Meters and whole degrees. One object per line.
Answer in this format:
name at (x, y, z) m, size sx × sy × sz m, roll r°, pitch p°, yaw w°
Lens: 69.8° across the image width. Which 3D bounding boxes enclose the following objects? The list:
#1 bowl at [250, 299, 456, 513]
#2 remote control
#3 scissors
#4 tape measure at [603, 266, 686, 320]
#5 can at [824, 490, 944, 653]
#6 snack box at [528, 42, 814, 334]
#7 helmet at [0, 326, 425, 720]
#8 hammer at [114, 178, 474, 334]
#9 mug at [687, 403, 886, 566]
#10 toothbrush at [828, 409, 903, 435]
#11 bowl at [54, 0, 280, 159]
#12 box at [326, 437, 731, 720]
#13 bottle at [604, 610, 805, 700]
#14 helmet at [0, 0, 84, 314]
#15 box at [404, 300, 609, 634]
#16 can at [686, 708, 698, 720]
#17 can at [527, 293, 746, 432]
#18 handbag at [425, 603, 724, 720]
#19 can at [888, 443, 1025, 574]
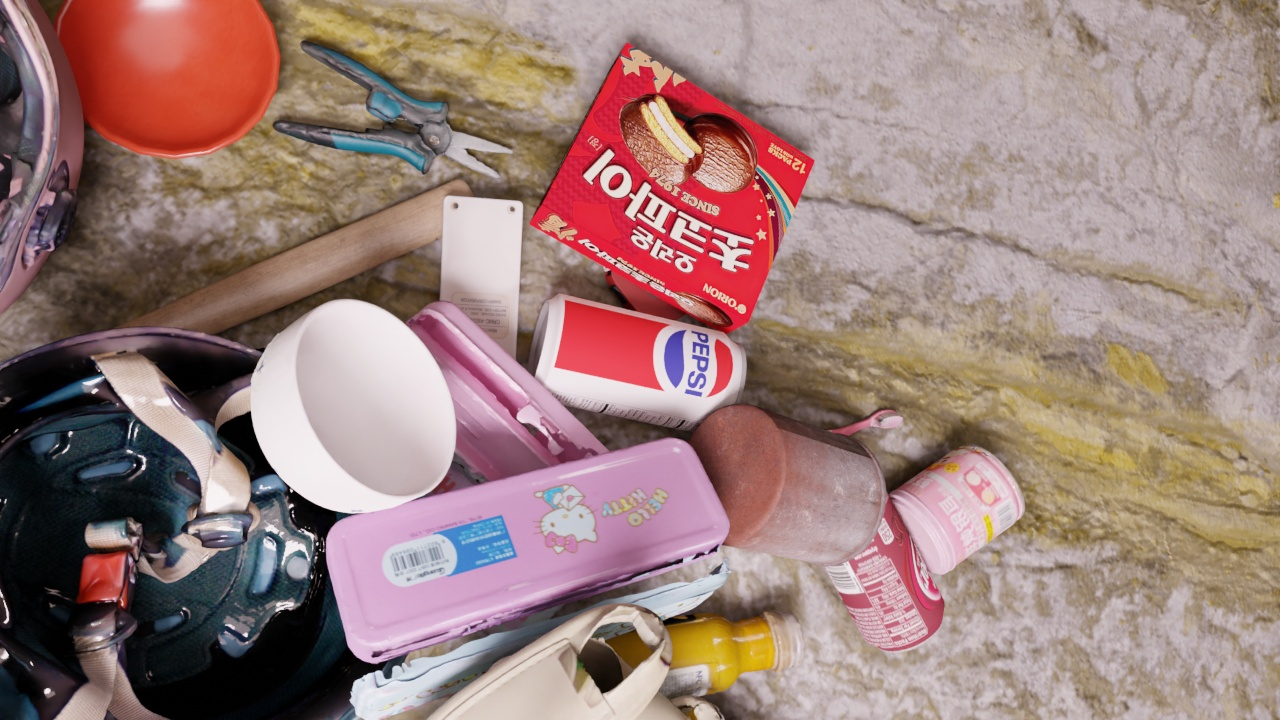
bowl at (-0.147, 0.026, 0.459) m, size 0.054 × 0.104 × 0.105 m, roll -22°, pitch 96°, yaw 27°
remote control at (-0.105, -0.037, 0.599) m, size 0.050 × 0.011 × 0.136 m, roll 2°, pitch 97°, yaw -14°
scissors at (-0.164, -0.155, 0.591) m, size 0.120 × 0.019 × 0.150 m, roll -37°, pitch 100°, yaw -13°
tape measure at (0.008, -0.050, 0.632) m, size 0.059 × 0.019 × 0.051 m, roll -18°, pitch 96°, yaw -21°
can at (0.164, 0.143, 0.647) m, size 0.063 × 0.063 × 0.114 m, roll -30°, pitch 96°, yaw -13°
snack box at (0.024, -0.114, 0.616) m, size 0.152 × 0.036 × 0.132 m, roll 28°, pitch 71°, yaw -12°
helmet at (-0.247, 0.099, 0.484) m, size 0.265 × 0.167 × 0.225 m, roll 24°, pitch 71°, yaw -38°
hammer at (-0.252, -0.035, 0.562) m, size 0.330 × 0.031 × 0.119 m, roll -26°, pitch 96°, yaw -12°
mug at (0.079, 0.086, 0.597) m, size 0.110 × 0.123 × 0.096 m, roll 25°, pitch 52°, yaw -37°
toothbrush at (0.129, 0.058, 0.664) m, size 0.135 × 0.016 × 0.021 m, roll -16°, pitch 104°, yaw -14°
bowl at (-0.280, -0.179, 0.553) m, size 0.122 × 0.035 × 0.122 m, roll 0°, pitch 89°, yaw -14°
box at (-0.059, 0.122, 0.511) m, size 0.213 × 0.093 × 0.089 m, roll -12°, pitch 58°, yaw -25°
bottle at (0.017, 0.200, 0.614) m, size 0.186 × 0.053 × 0.053 m, roll -5°, pitch 90°, yaw -14°
helmet at (-0.403, -0.108, 0.460) m, size 0.229 × 0.153 × 0.255 m, roll 1°, pitch 88°, yaw -16°
box at (-0.100, 0.072, 0.584) m, size 0.156 × 0.058 × 0.201 m, roll -41°, pitch 100°, yaw 22°
can at (0.048, 0.314, 0.612) m, size 0.101 × 0.072 × 0.130 m, roll 36°, pitch 81°, yaw -14°
can at (-0.004, 0.004, 0.603) m, size 0.132 × 0.070 × 0.070 m, roll 13°, pitch 86°, yaw -14°
handbag at (-0.052, 0.217, 0.511) m, size 0.184 × 0.229 × 0.132 m, roll -38°, pitch 58°, yaw -10°
can at (0.224, 0.107, 0.661) m, size 0.076 × 0.067 × 0.067 m, roll -31°, pitch 97°, yaw -13°
